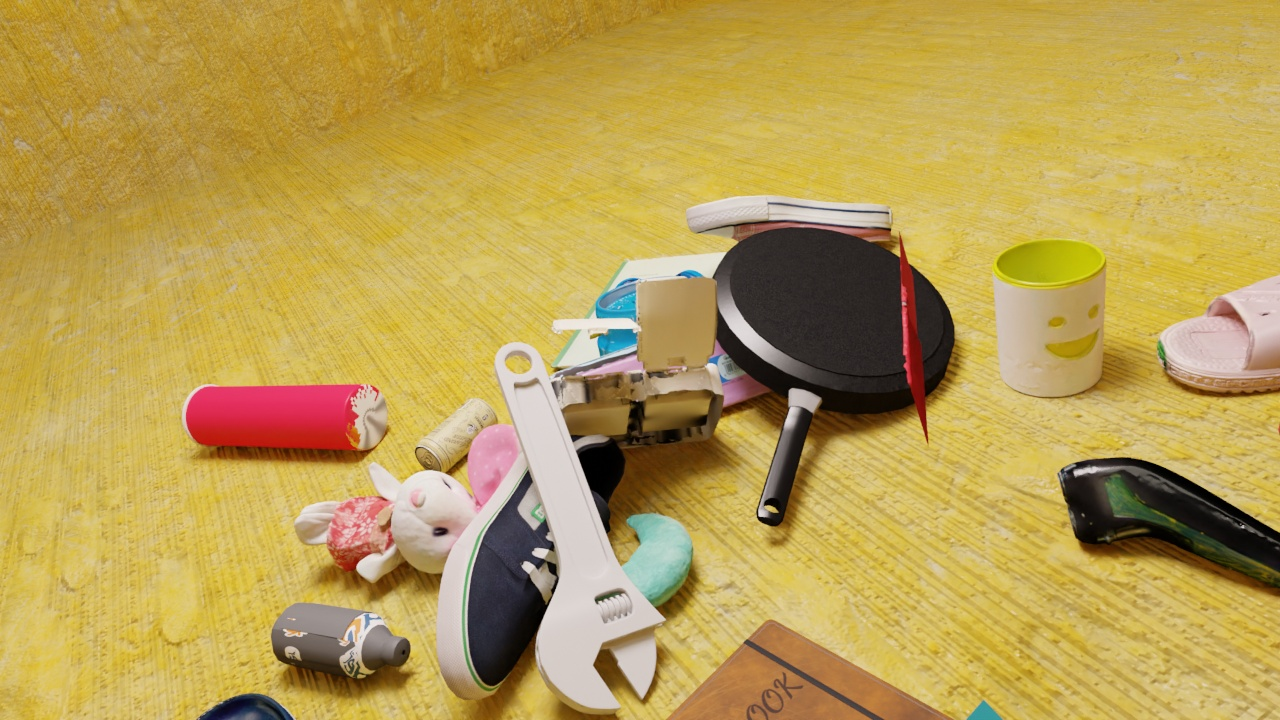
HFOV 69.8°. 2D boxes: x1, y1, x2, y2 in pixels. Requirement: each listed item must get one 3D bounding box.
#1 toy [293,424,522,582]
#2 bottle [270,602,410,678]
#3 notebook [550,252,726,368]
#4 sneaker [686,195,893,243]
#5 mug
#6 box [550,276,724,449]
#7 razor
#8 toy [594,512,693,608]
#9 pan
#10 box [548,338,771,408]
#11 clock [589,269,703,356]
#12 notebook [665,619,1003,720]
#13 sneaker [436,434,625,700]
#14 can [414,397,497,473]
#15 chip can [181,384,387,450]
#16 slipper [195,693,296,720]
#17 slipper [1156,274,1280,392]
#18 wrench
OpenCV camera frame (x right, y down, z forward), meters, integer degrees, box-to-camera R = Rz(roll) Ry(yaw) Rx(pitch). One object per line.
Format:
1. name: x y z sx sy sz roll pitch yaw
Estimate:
1. toy: -0.183 0.130 0.741 0.194 0.084 0.158 -4 59 18
2. bottle: -0.216 0.203 0.664 0.113 0.047 0.046 0 32 26
3. notebook: 0.024 -0.062 1.046 0.182 0.010 0.251 -3 32 23
4. sneaker: 0.167 -0.135 1.028 0.241 0.088 0.118 1 4 -11
5. mug: 0.334 -0.035 0.751 0.082 0.106 0.082 -12 30 7
6. box: -0.004 0.003 0.739 0.143 0.192 0.068 -5 62 -8
7. razor: 0.337 0.107 0.574 0.151 0.054 0.067 28 79 41
8. toy: -0.001 0.151 0.669 0.085 0.033 0.105 0 34 43
9. pan: 0.151 -0.003 0.783 0.225 0.034 0.355 19 45 8
10. box: 0.020 0.013 0.853 0.214 0.077 0.096 -19 28 -6
11. clock: 0.013 -0.050 0.952 0.117 0.060 0.161 -8 23 19
12. notebook: 0.117 0.236 0.478 0.178 0.014 0.250 -35 34 -30
13. sneaker: -0.070 0.134 0.660 0.079 0.084 0.234 -12 31 26
14. can: -0.176 0.073 0.880 0.038 0.038 0.079 8 37 36
15. chip can: -0.376 0.059 0.969 0.221 0.069 0.069 -1 32 24
16. slipper: -0.220 0.265 0.515 0.105 0.095 0.253 -29 28 -27
17. slipper: 0.525 -0.033 0.700 0.239 0.064 0.094 -7 30 12
18. wrench: -0.060 0.105 0.633 0.086 0.018 0.273 -13 63 -22
